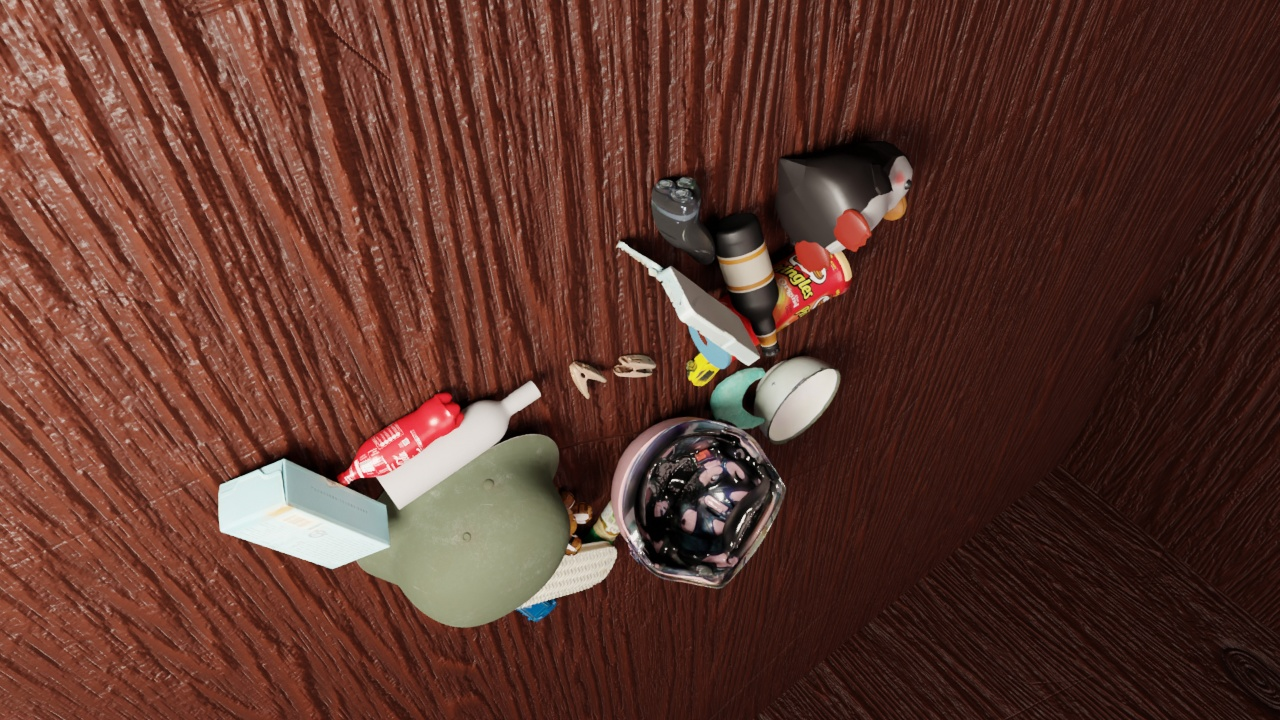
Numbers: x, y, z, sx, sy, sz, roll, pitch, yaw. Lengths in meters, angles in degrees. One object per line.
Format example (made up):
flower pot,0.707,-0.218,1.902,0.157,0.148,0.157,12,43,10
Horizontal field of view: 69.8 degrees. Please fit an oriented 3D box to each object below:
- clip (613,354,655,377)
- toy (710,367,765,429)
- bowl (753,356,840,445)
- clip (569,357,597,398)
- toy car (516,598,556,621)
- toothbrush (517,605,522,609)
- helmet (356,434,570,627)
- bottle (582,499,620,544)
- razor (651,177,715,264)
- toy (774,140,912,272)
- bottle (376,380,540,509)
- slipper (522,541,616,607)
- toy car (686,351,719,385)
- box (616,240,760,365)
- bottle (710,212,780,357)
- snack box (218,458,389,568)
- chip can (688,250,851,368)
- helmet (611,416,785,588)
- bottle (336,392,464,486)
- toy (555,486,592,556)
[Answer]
clip,-0.009,0.010,1.162,0.049,0.026,0.061,-43,147,0
toy,0.145,0.060,1.369,0.085,0.033,0.105,-10,122,-9
bowl,0.236,0.052,1.447,0.153,0.073,0.154,-29,145,-23
clip,-0.071,0.023,1.106,0.049,0.026,0.061,-8,132,-43
toy car,-0.162,0.361,1.373,0.056,0.043,0.120,-41,149,-7
toothbrush,-0.160,0.281,1.218,0.021,0.017,0.135,-12,128,-28
helmet,-0.178,0.212,1.077,0.267,0.154,0.227,-44,149,-4
bottle,-0.043,0.242,1.375,0.043,0.043,0.111,9,119,-53
razor,0.055,-0.153,1.022,0.063,0.053,0.140,-53,151,-4
toy,0.260,-0.219,1.139,0.183,0.140,0.159,-34,-179,-35
bottle,-0.195,0.085,1.005,0.195,0.052,0.052,-35,147,-16
slipper,-0.145,0.288,1.291,0.262,0.052,0.115,4,119,-43
toy car,0.103,-0.011,1.263,0.049,0.030,0.107,12,116,-53
box,0.062,-0.068,1.044,0.044,0.136,0.197,-45,149,10
bottle,0.137,-0.085,1.114,0.059,0.059,0.182,-32,118,-21
snack box,-0.329,0.156,0.913,0.075,0.053,0.174,-23,149,11
chip can,0.172,-0.078,1.210,0.213,0.087,0.087,-32,146,-18
helmet,0.064,0.182,1.296,0.255,0.152,0.230,27,91,-28
bottle,-0.250,0.085,0.953,0.141,0.042,0.042,-35,147,-16
toy,-0.116,0.214,1.236,0.112,0.067,0.087,54,52,-65
